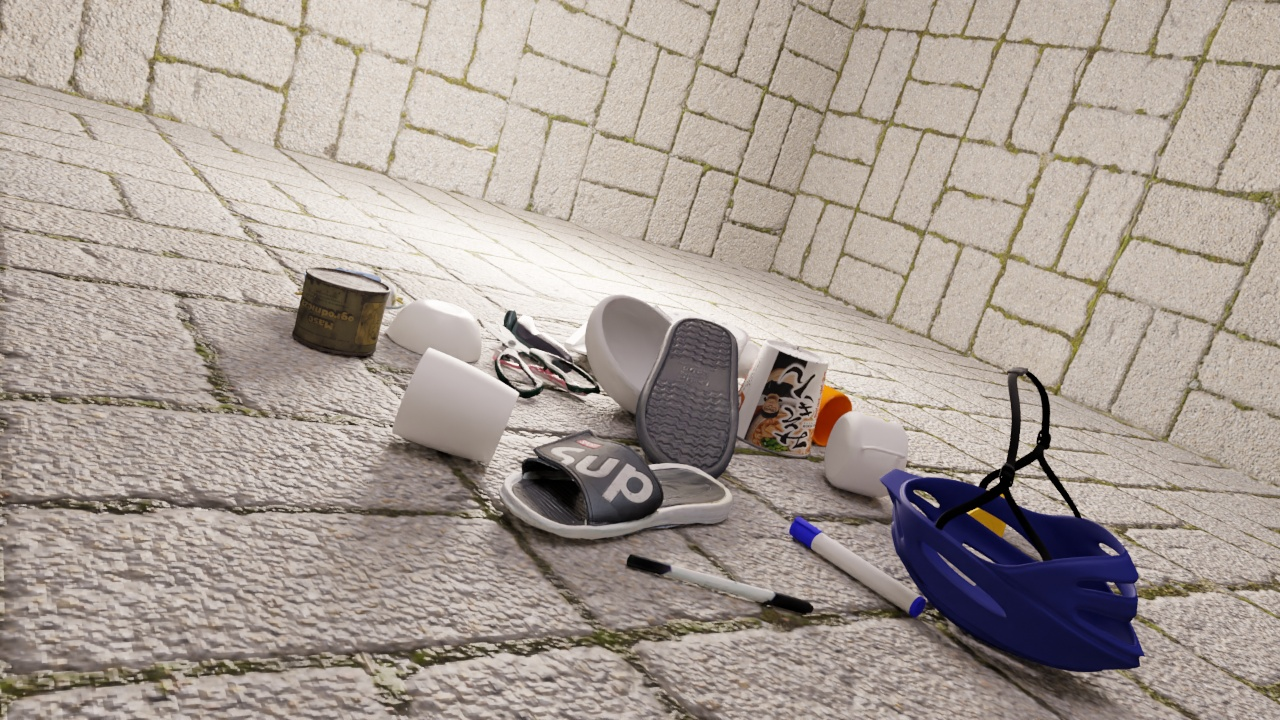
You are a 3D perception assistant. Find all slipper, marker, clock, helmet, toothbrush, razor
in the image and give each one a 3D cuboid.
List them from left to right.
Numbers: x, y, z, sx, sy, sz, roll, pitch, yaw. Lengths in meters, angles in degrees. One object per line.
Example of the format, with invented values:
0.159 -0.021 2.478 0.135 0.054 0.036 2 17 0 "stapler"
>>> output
-0.343 -0.078 1.096 0.125 0.052 0.088 11 13 11 "clock"
-0.137 -0.022 1.218 0.052 0.047 0.143 -25 42 -37 "razor"
-0.124 0.015 1.127 0.135 0.016 0.021 21 22 16 "toothbrush"
-0.013 0.103 0.800 0.263 0.063 0.111 9 15 -46 "slipper"
0.051 0.052 1.036 0.110 0.083 0.267 14 38 0 "slipper"
0.086 -0.029 1.266 0.161 0.073 0.125 10 18 -12 "clock"
0.062 0.174 0.710 0.152 0.011 0.011 16 12 -7 "marker"
0.193 0.184 0.829 0.020 0.020 0.141 6 17 -44 "marker"
0.323 0.131 0.765 0.242 0.228 0.147 28 24 29 "helmet"

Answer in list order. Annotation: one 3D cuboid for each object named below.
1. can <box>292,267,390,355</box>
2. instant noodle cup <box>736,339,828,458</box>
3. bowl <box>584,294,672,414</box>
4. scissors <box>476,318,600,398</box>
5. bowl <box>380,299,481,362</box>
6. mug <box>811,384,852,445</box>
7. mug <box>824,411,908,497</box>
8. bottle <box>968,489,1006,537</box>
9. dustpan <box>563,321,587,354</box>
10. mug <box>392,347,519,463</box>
-0.326 -0.053 0.999 0.090 0.075 0.089 16 11 -4 "can"
0.182 0.045 1.187 0.123 0.122 0.123 17 12 -4 "instant noodle cup"
-0.007 0.007 1.136 0.176 0.066 0.176 32 37 -28 "bowl"
-0.157 -0.004 1.109 0.210 0.015 0.137 32 28 31 "scissors"
-0.245 -0.042 1.119 0.114 0.051 0.114 17 12 -4 "bowl"
0.242 0.074 1.291 0.096 0.077 0.112 32 -10 47 "mug"
0.266 0.109 1.071 0.068 0.094 0.116 15 -10 -8 "mug"
0.421 0.184 1.105 0.043 0.043 0.143 23 13 22 "bottle"
0.011 -0.026 1.353 0.191 0.053 0.257 16 7 6 "dustpan"
-0.164 0.047 0.819 0.087 0.080 0.114 23 -19 -7 "mug"
